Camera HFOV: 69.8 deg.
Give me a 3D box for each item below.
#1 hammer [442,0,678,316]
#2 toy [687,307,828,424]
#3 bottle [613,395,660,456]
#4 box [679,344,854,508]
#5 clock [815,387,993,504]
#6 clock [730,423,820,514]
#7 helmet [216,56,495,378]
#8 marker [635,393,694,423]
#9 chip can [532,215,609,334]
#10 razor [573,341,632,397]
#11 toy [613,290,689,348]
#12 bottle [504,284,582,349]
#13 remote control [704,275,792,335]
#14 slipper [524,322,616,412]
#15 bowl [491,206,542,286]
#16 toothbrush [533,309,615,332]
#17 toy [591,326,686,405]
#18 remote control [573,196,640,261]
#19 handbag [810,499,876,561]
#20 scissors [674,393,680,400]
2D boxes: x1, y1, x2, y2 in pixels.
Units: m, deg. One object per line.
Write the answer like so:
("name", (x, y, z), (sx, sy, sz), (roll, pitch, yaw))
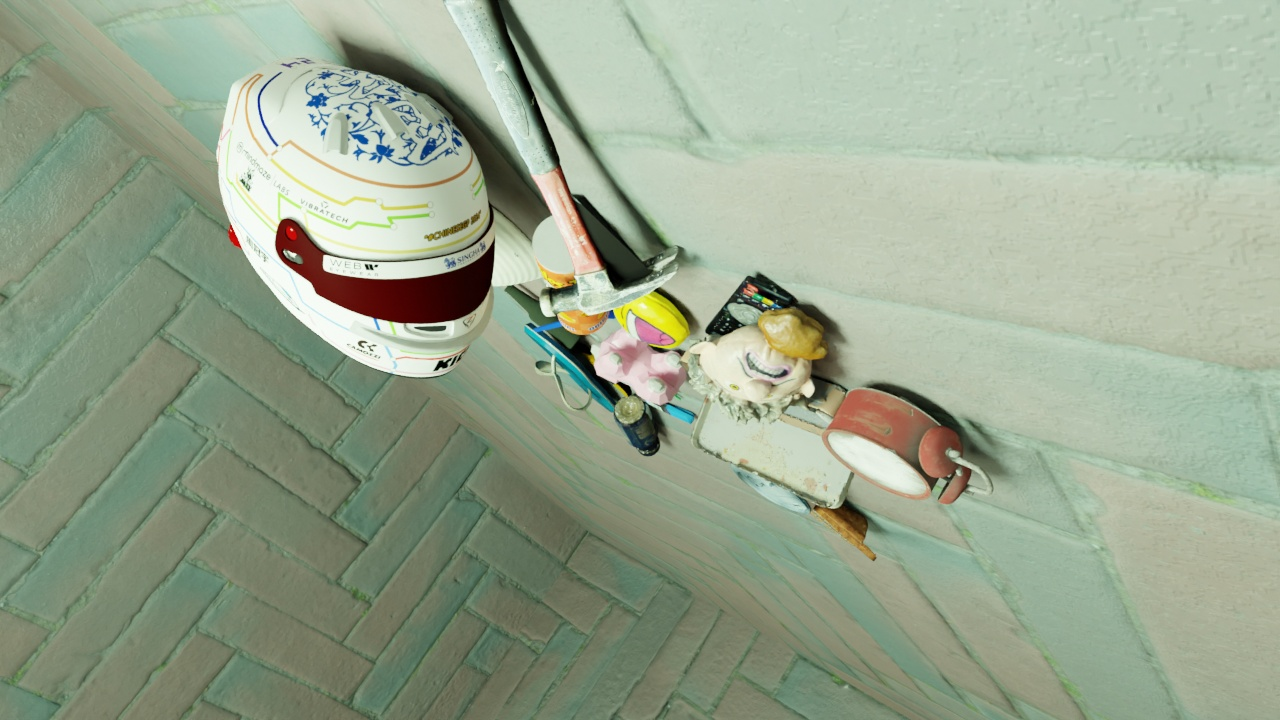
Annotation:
("hammer", (-0.070, -0.163, 0.765), (0.141, 0.036, 0.326), (-11, 136, 13))
("toy", (0.112, 0.007, 0.845), (0.132, 0.076, 0.176), (17, 151, -8))
("bottle", (-0.001, 0.108, 1.454), (0.056, 0.056, 0.161), (29, 163, 24))
("box", (0.129, 0.067, 0.986), (0.217, 0.094, 0.121), (19, 154, 45))
("clock", (0.244, 0.077, 0.828), (0.157, 0.061, 0.110), (22, 159, 40))
("clock", (0.163, 0.127, 1.155), (0.158, 0.058, 0.117), (39, 164, -10))
("helmet", (-0.267, -0.156, 0.910), (0.314, 0.230, 0.237), (39, 130, 10))
("marker", (0.035, 0.067, 1.338), (0.123, 0.015, 0.018), (23, 157, 47))
("chip can", (-0.071, -0.087, 0.987), (0.062, 0.062, 0.210), (33, 168, 10))
("razor", (-0.065, 0.003, 1.326), (0.144, 0.021, 0.044), (43, 167, 15))
("toy", (0.011, -0.047, 0.998), (0.094, 0.041, 0.095), (27, 160, 16))
("bottle", (-0.137, -0.065, 1.278), (0.123, 0.033, 0.033), (38, 165, -7))
("remote control", (0.099, -0.044, 0.856), (0.045, 0.021, 0.141), (25, 161, -3))
("slipper", (-0.116, 0.025, 1.403), (0.118, 0.060, 0.295), (42, 175, 28))
("bowl", (-0.210, -0.137, 1.147), (0.177, 0.070, 0.177), (32, 164, 10))
("toothbrush", (-0.082, -0.052, 1.158), (0.016, 0.011, 0.187), (42, 151, -27))
("toy", (-0.007, 0.007, 1.153), (0.123, 0.067, 0.158), (34, 169, 0))
("remote control", (-0.034, -0.123, 0.926), (0.039, 0.010, 0.125), (17, 156, 49))
("handbag", (0.259, 0.207, 1.147), (0.093, 0.043, 0.195), (39, -178, -6))
("scissors", (0.006, 0.029, 1.288), (0.132, 0.013, 0.078), (32, 166, 15))
